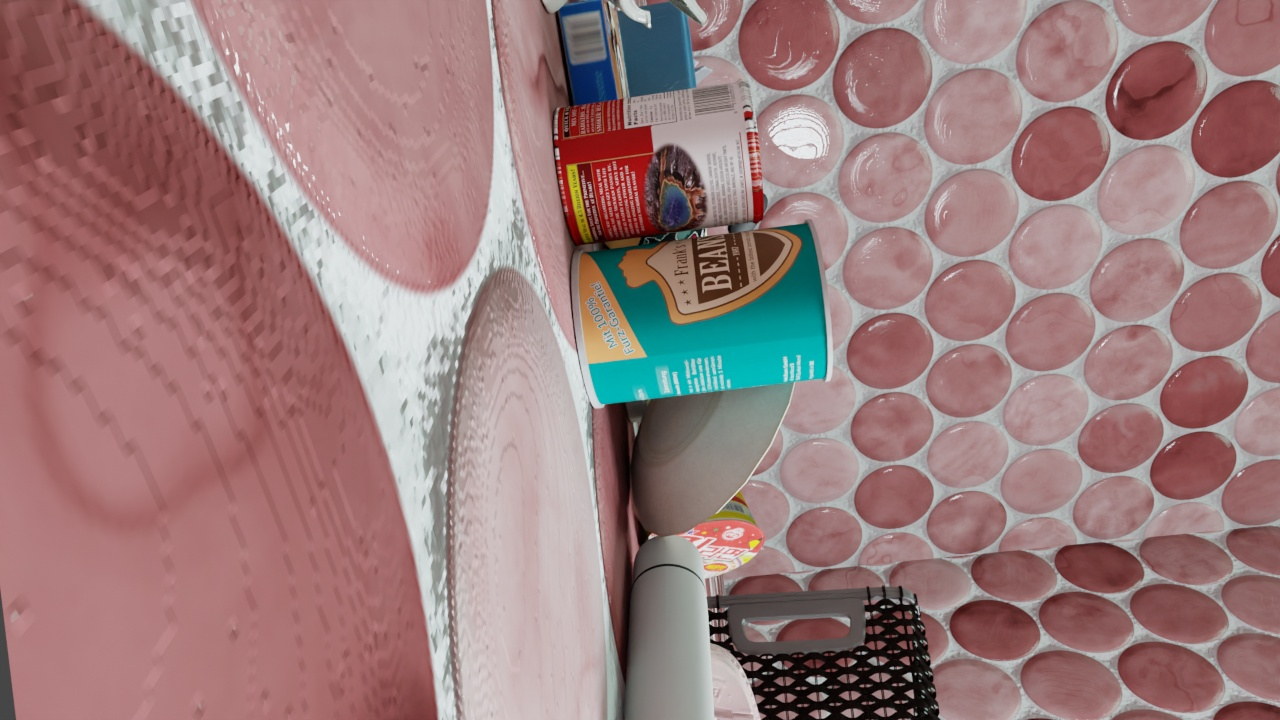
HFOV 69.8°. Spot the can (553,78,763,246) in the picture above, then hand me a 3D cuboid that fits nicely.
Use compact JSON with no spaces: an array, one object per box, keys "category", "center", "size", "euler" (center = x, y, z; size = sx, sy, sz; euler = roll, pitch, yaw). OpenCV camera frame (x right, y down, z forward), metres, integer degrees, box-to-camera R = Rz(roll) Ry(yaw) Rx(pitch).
[{"category":"can","center":[0.013,-0.120,0.565],"size":[0.086,0.116,0.086],"euler":[-5,88,-85]}]

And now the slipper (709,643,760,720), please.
[{"category":"slipper","center":[0.059,0.307,0.650],"size":[0.064,0.094,0.239],"euler":[-44,124,-77]}]

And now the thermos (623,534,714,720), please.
[{"category":"thermos","center":[0.017,0.190,0.564],"size":[0.223,0.052,0.052],"euler":[-87,169,-64]}]

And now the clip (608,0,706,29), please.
[{"category":"clip","center":[-0.023,-0.321,0.728],"size":[0.152,0.099,0.126],"euler":[35,13,-37]}]

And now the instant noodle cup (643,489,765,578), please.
[{"category":"instant noodle cup","center":[0.042,0.113,0.769],"size":[0.100,0.100,0.112],"euler":[77,0,-51]}]

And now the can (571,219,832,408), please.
[{"category":"can","center":[0.038,-0.028,0.566],"size":[0.099,0.144,0.099],"euler":[-5,88,-85]}]

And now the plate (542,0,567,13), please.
[{"category":"plate","center":[-0.052,-0.268,0.557],"size":[0.104,0.026,0.104],"euler":[-6,88,-85]}]

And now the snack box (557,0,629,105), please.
[{"category":"snack box","center":[-0.031,-0.219,0.687],"size":[0.151,0.034,0.087],"euler":[-81,163,-72]}]

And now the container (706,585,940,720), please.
[{"category":"container","center":[0.162,0.397,0.874],"size":[0.243,0.247,0.246],"euler":[-81,163,-61]}]

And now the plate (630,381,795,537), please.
[{"category":"plate","center":[0.041,0.034,0.662],"size":[0.189,0.027,0.188],"euler":[-47,-156,29]}]

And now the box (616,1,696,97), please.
[{"category":"box","center":[0.008,-0.250,0.845],"size":[0.054,0.093,0.231],"euler":[77,7,-47]}]

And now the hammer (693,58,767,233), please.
[{"category":"hammer","center":[0.050,-0.187,0.821],"size":[0.127,0.029,0.323],"euler":[-59,-155,19]}]

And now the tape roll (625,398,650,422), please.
[{"category":"tape roll","center":[-0.005,0.005,0.773],"size":[0.094,0.018,0.094],"euler":[-5,88,-85]}]

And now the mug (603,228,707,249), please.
[{"category":"mug","center":[0.007,-0.127,0.710],"size":[0.098,0.082,0.118],"euler":[69,16,-70]}]
